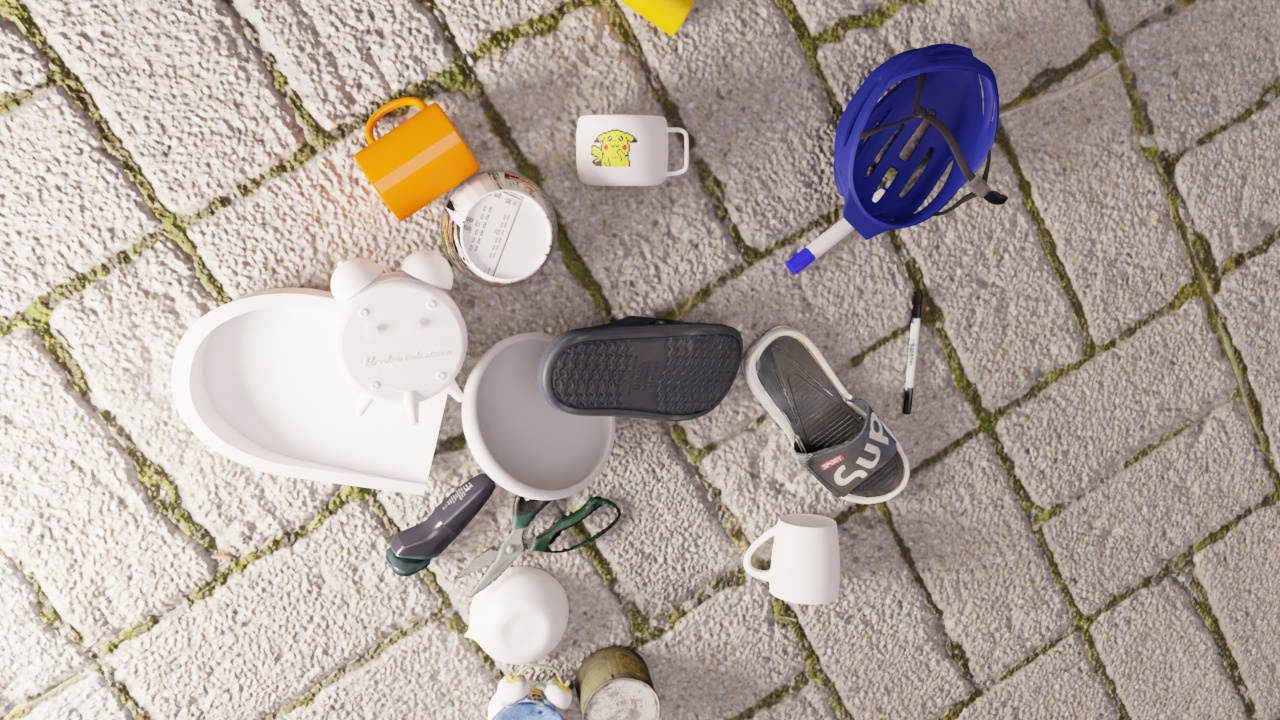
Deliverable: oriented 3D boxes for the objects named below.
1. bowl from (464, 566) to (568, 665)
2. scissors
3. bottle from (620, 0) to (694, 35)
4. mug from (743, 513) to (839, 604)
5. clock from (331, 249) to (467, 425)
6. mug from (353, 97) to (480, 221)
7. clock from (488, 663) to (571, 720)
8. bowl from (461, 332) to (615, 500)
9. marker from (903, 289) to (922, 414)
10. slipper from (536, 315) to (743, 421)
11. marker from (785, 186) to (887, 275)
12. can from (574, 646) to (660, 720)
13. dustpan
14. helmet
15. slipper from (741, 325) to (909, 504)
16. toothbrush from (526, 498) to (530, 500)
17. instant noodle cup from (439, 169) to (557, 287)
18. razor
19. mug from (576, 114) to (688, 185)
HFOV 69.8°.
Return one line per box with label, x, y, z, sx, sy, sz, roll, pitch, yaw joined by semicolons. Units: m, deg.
bowl;-0.135;0.296;1.038;0.114;0.050;0.115;-2;102;-11
scissors;-0.110;0.203;1.031;0.137;0.015;0.209;42;85;-26
bottle;-0.016;-0.389;0.930;0.143;0.043;0.043;30;94;-16
mug;0.179;0.230;1.084;0.114;0.080;0.087;3;95;19
clock;-0.233;-0.023;0.894;0.125;0.073;0.161;-8;108;-15
mug;-0.230;-0.210;0.912;0.096;0.078;0.112;-34;78;-4
clock;-0.128;0.402;1.052;0.088;0.052;0.125;16;107;-17
bowl;-0.115;0.062;0.970;0.176;0.066;0.176;13;68;-34
marker;0.325;-0.009;1.094;0.011;0.011;0.152;0;102;-12
slipper;-0.006;0.006;0.985;0.267;0.083;0.111;-1;106;-38
marker;0.226;-0.147;1.040;0.141;0.020;0.020;-38;106;-2
can;-0.028;0.390;1.067;0.090;0.074;0.090;-2;102;-10
dustpan;-0.330;0.028;0.929;0.257;0.053;0.191;13;101;-9
helmet;0.304;-0.227;0.934;0.147;0.228;0.241;38;89;-24
slipper;0.221;0.075;1.064;0.111;0.063;0.264;-40;103;-2
toothbrush;-0.123;0.163;1.032;0.021;0.016;0.135;22;96;-24
instant noodle cup;-0.137;-0.128;0.916;0.123;0.122;0.124;-2;101;-11
razor;-0.216;0.177;1.004;0.143;0.047;0.052;-45;130;-3
mug;-0.008;-0.214;0.936;0.116;0.094;0.068;3;103;11
